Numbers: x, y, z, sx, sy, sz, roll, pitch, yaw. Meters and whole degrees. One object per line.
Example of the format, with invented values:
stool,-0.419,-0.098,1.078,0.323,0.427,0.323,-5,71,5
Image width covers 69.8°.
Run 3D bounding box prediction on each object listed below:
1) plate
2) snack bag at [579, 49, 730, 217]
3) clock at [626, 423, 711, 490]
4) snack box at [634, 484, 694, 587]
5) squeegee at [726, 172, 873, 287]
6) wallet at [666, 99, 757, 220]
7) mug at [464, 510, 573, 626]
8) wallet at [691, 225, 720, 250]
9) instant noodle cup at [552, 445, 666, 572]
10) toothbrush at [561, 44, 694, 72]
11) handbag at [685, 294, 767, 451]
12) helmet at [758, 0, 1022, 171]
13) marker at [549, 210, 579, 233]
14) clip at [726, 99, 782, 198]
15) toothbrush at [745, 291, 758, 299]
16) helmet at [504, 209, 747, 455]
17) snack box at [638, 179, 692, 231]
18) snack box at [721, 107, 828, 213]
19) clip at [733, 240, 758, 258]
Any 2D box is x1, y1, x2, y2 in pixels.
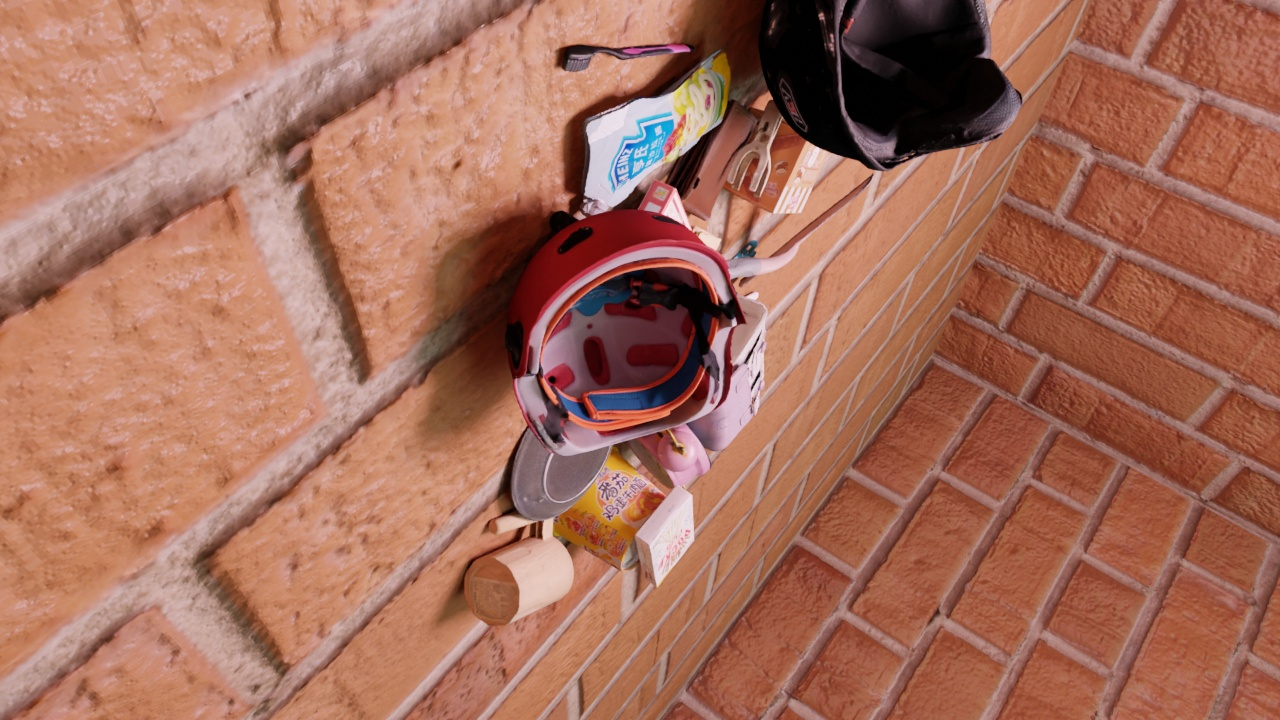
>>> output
plate,-0.075,0.104,1.030,0.179,0.024,0.180,-38,143,-37
snack bag,0.011,-0.202,0.819,0.190,0.039,0.111,-42,165,-33
clock,0.031,0.106,1.181,0.059,0.117,0.159,-39,156,-15
snack box,0.033,0.224,1.159,0.084,0.027,0.157,-48,156,-22
squeegee,0.135,-0.118,1.085,0.248,0.040,0.248,-22,169,-44
wallet,0.076,-0.210,0.959,0.125,0.032,0.101,-62,161,13
mug,-0.138,0.230,1.046,0.103,0.084,0.124,-8,103,-61
wallet,0.051,-0.098,1.066,0.115,0.024,0.087,-61,157,11
instant noodle cup,-0.032,0.195,1.168,0.137,0.110,0.138,-45,155,-28
toothbrush,-0.005,-0.249,0.749,0.188,0.014,0.018,-29,155,-52
handbag,0.103,0.019,1.162,0.144,0.098,0.197,-61,162,-19
helmet,0.224,-0.308,0.876,0.274,0.230,0.233,-46,126,-23
marker,-0.045,-0.112,0.840,0.022,0.020,0.132,-36,163,14
clip,0.127,-0.220,0.988,0.093,0.035,0.103,76,36,-68
toothbrush,0.123,-0.067,1.275,0.179,0.016,0.016,-30,148,-50
helmet,-0.026,-0.043,0.796,0.206,0.144,0.241,-16,138,-18
snack box,0.019,-0.118,0.930,0.077,0.027,0.156,-61,166,-4
snack box,0.154,-0.225,1.041,0.092,0.077,0.094,-17,135,-60
clip,0.138,-0.138,1.214,0.056,0.014,0.043,-44,155,-35
